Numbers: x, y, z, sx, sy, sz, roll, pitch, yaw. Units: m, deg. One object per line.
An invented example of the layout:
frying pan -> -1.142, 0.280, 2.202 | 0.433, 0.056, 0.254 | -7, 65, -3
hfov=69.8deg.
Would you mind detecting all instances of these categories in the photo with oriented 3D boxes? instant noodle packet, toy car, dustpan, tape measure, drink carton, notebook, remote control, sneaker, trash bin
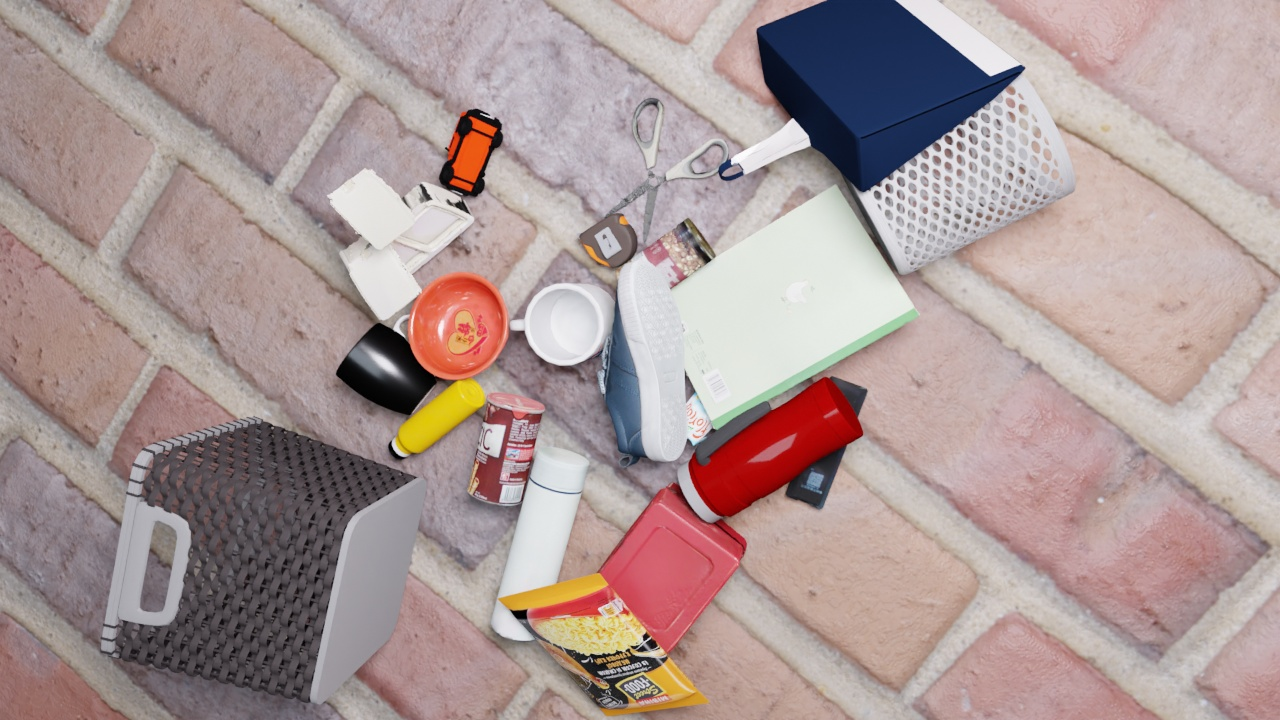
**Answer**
instant noodle packet -> -0.043, 0.334, 1.059 | 0.160, 0.032, 0.221 | -23, 114, 35
toy car -> -0.203, -0.248, 1.089 | 0.049, 0.051, 0.100 | 36, 106, 50
dustpan -> 0.201, -0.268, 0.942 | 0.273, 0.080, 0.236 | -23, 48, -3
tape measure -> -0.035, -0.137, 1.069 | 0.058, 0.038, 0.059 | -29, 93, 18
drink carton -> 0.088, 0.041, 1.062 | 0.044, 0.038, 0.129 | 40, 101, 6
notebook -> 0.152, -0.060, 1.024 | 0.253, 0.010, 0.181 | -31, 68, 12
remote control -> 0.213, 0.095, 1.049 | 0.047, 0.022, 0.150 | 20, 99, 9
sneaker -> -0.006, 0.006, 1.027 | 0.087, 0.089, 0.235 | -1, 100, 33
trash bin -> 0.315, -0.191, 0.939 | 0.183, 0.156, 0.156 | -29, 89, 15

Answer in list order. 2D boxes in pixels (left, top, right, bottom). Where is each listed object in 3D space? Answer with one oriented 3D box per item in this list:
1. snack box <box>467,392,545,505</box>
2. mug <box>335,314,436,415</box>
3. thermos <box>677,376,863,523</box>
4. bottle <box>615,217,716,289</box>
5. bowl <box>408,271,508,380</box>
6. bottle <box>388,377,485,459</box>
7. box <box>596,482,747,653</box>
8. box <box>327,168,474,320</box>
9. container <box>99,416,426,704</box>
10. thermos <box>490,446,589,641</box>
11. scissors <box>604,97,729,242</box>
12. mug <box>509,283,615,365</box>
snack box -> -0.162, 0.106, 1.102 | 0.072, 0.072, 0.121 | 16, 99, 10
mug -> -0.294, 0.004, 1.123 | 0.100, 0.085, 0.118 | 39, 71, -6
thermos -> 0.135, 0.095, 1.015 | 0.199, 0.083, 0.108 | -34, 130, 20
bottle -> 0.028, -0.111, 1.051 | 0.105, 0.056, 0.056 | -35, 87, 11
bowl -> -0.211, -0.039, 1.106 | 0.131, 0.045, 0.130 | -2, 83, 15
bottle -> -0.253, 0.075, 1.123 | 0.144, 0.043, 0.043 | -36, 87, 25
box -> 0.031, 0.241, 1.069 | 0.129, 0.087, 0.158 | 36, 101, 2
box -> -0.274, -0.120, 1.034 | 0.144, 0.187, 0.105 | -37, 72, 18
container -> -0.424, 0.229, 1.081 | 0.244, 0.245, 0.247 | 15, 97, 6
thermos -> -0.122, 0.220, 1.106 | 0.068, 0.067, 0.230 | 16, 98, 10
scissors -> 0.024, -0.226, 1.065 | 0.171, 0.012, 0.157 | -16, 91, 14
mug -> -0.092, -0.043, 1.064 | 0.121, 0.090, 0.091 | 0, 95, 11
